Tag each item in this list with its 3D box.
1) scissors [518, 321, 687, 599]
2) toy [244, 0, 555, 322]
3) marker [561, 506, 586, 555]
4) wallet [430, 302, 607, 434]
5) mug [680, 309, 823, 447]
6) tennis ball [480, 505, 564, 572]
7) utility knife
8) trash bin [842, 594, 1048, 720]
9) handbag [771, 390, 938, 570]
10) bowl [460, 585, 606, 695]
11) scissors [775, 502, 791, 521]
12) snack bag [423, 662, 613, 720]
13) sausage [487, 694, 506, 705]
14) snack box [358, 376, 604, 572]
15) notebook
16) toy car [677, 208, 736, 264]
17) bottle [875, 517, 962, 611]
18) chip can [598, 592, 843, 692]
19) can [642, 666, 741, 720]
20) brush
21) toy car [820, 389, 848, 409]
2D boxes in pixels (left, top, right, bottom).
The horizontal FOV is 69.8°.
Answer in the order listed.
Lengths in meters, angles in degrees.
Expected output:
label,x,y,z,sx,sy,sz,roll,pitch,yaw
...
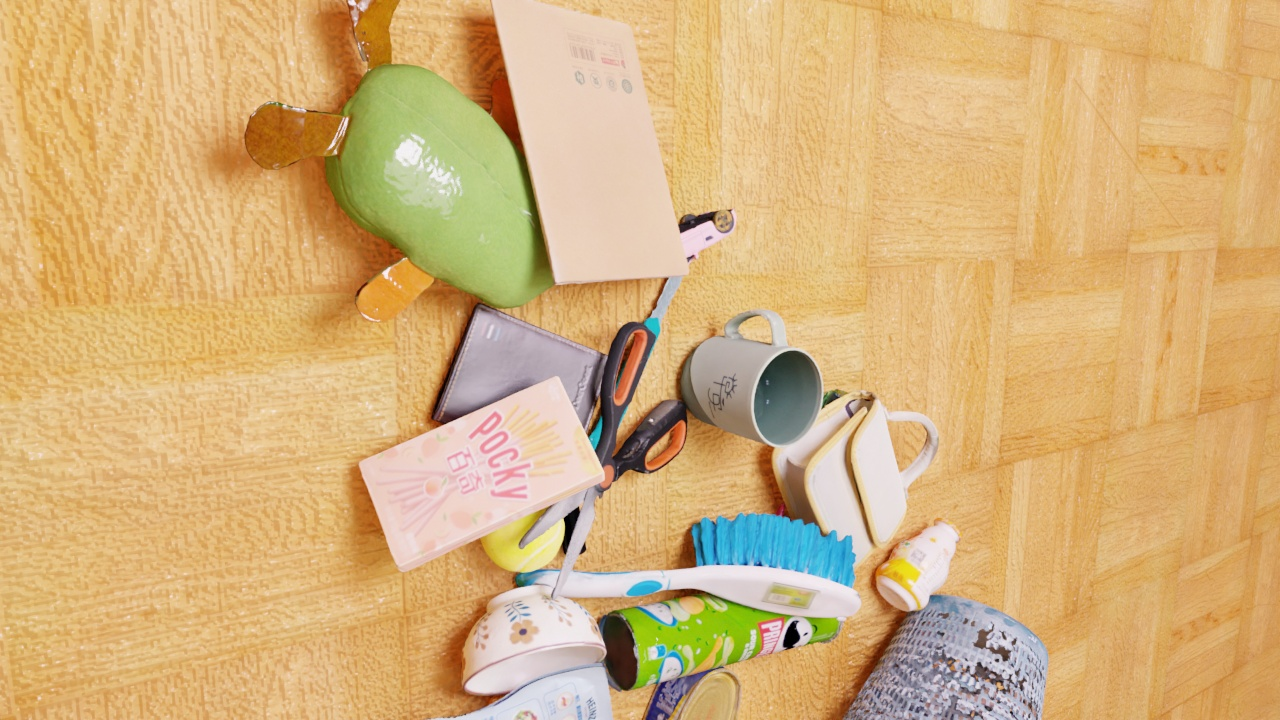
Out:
label,x,y,z,sx,sy,sz,roll,pitch,yaw
scissors,-0.026,0.070,0.735,0.220,0.022,0.222,-12,108,-55
toy,-0.136,-0.122,0.624,0.246,0.090,0.226,45,59,-35
marker,-0.064,0.099,0.756,0.022,0.020,0.132,-27,114,-50
wallet,-0.089,0.021,0.711,0.122,0.020,0.096,23,87,-26
mug,0.093,0.010,0.795,0.082,0.106,0.112,-3,101,-33
tennis ball,-0.092,0.132,0.716,0.065,0.065,0.065,-7,103,-34
utility knife,-0.005,0.005,0.783,0.029,0.013,0.209,32,79,-52
trash bin,0.334,0.371,0.983,0.226,0.227,0.194,51,57,-30
handbag,0.227,0.106,0.900,0.178,0.063,0.163,-35,126,-15
bowl,-0.089,0.216,0.724,0.113,0.114,0.062,4,53,-35
scissors,0.115,0.198,0.903,0.128,0.017,0.133,16,93,-38
snack bag,-0.111,0.306,0.722,0.190,0.039,0.110,-16,110,-17
sausage,-0.128,0.350,0.758,0.021,0.021,0.165,8,94,-35
snack box,-0.113,0.080,0.658,0.157,0.026,0.084,-24,69,-9
notebook,-0.033,-0.160,0.675,0.147,0.008,0.207,-10,86,-49
toy car,0.029,-0.095,0.763,0.122,0.056,0.037,-28,110,-28
bottle,0.310,0.223,1.012,0.108,0.063,0.063,-42,119,-21
chip can,0.077,0.245,0.843,0.235,0.072,0.072,-2,100,-31
can,0.041,0.350,0.858,0.074,0.049,0.148,24,85,-35
brush,0.051,0.181,0.810,0.314,0.109,0.061,12,127,-7
toy car,0.210,0.059,0.928,0.091,0.036,0.043,25,85,-37
